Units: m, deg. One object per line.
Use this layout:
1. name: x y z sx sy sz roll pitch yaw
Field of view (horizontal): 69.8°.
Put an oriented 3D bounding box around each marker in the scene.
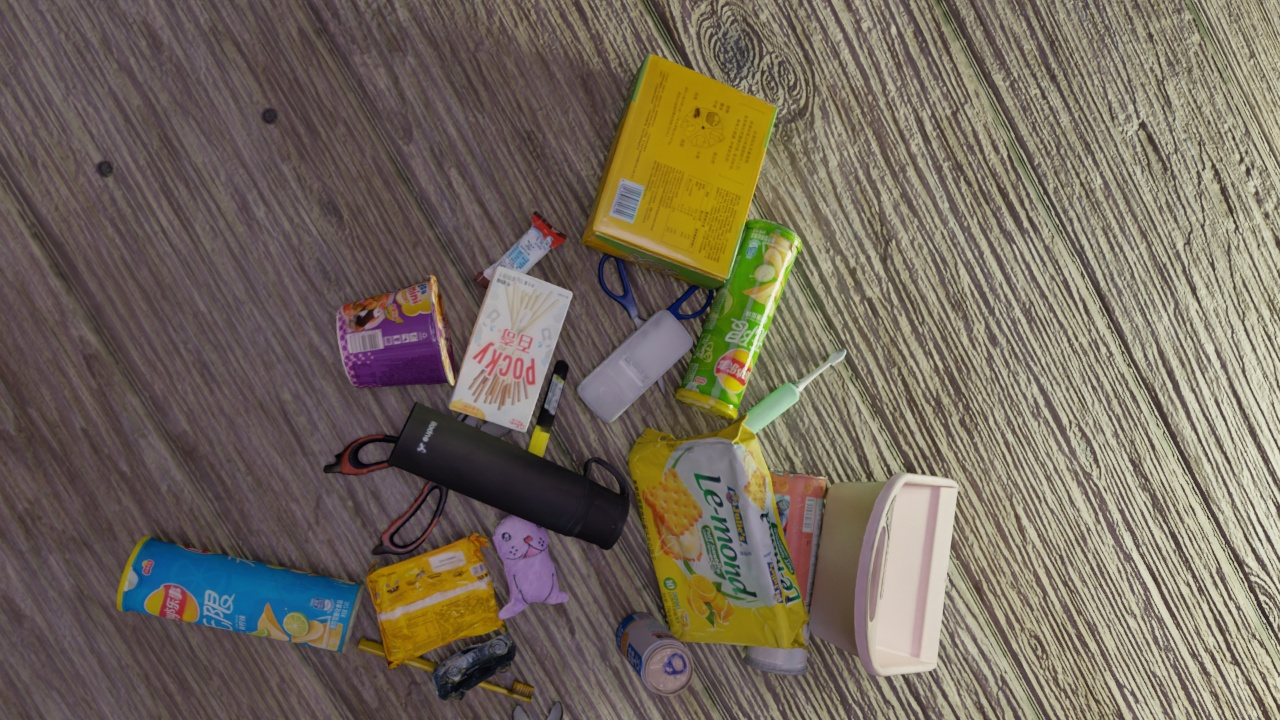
1. marker: -0.101 0.059 0.985 0.018 0.015 0.124 18 83 -13

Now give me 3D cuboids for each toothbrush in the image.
1. toothbrush: -0.200 0.320 0.953 0.190 0.016 0.016 22 78 -12
2. toothbrush: 0.148 0.053 1.037 0.224 0.027 0.026 -36 64 -12

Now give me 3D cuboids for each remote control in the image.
1. remote control: -0.006 0.006 0.996 0.136 0.020 0.056 -43 101 -7

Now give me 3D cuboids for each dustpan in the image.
1. dustpan: 0.288 0.229 0.968 0.273 0.139 0.222 10 83 -29

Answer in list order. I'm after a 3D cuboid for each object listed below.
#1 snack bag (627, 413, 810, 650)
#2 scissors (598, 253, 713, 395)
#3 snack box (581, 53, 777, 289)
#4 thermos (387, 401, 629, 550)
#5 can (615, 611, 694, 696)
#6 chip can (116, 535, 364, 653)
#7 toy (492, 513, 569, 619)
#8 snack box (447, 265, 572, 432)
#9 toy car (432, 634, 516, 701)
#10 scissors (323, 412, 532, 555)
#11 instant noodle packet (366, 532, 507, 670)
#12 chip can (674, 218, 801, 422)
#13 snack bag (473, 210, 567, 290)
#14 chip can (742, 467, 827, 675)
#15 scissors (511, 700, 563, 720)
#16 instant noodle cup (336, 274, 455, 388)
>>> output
1. snack bag: 0.081 0.183 0.959 0.068 0.158 0.246 -18 94 -47
2. scissors: 0.004 -0.047 1.013 0.173 0.012 0.162 -41 98 -10
3. snack box: 0.043 -0.200 0.991 0.157 0.070 0.210 19 80 -12
4. thermos: -0.128 0.112 0.941 0.242 0.069 0.089 25 59 -14
5. can: 0.013 0.300 0.943 0.053 0.135 0.053 1 88 -13
6. chip can: -0.380 0.227 0.884 0.210 0.071 0.071 16 85 -12
7. toy: -0.122 0.209 0.959 0.083 0.039 0.108 -10 87 -36
8. snack box: -0.135 -0.011 0.952 0.084 0.027 0.156 19 87 -17
9. toy car: -0.169 0.311 0.936 0.090 0.034 0.043 -25 134 -24
10. scissors: -0.217 0.105 0.955 0.226 0.015 0.189 -2 89 -13
11. instant noodle packet: -0.207 0.242 0.938 0.128 0.044 0.111 -14 91 -19
12. chip can: 0.109 -0.047 1.007 0.072 0.073 0.221 23 84 -12
13. snack bag: -0.127 -0.110 0.976 0.048 0.026 0.104 40 82 -7
14. chip can: 0.161 0.229 1.012 0.071 0.071 0.214 8 87 -13
15. scissors: -0.119 0.455 0.968 0.181 0.019 0.170 -30 97 -11
16. instant noodle cup: -0.242 -0.021 0.912 0.099 0.111 0.111 -10 91 -4
